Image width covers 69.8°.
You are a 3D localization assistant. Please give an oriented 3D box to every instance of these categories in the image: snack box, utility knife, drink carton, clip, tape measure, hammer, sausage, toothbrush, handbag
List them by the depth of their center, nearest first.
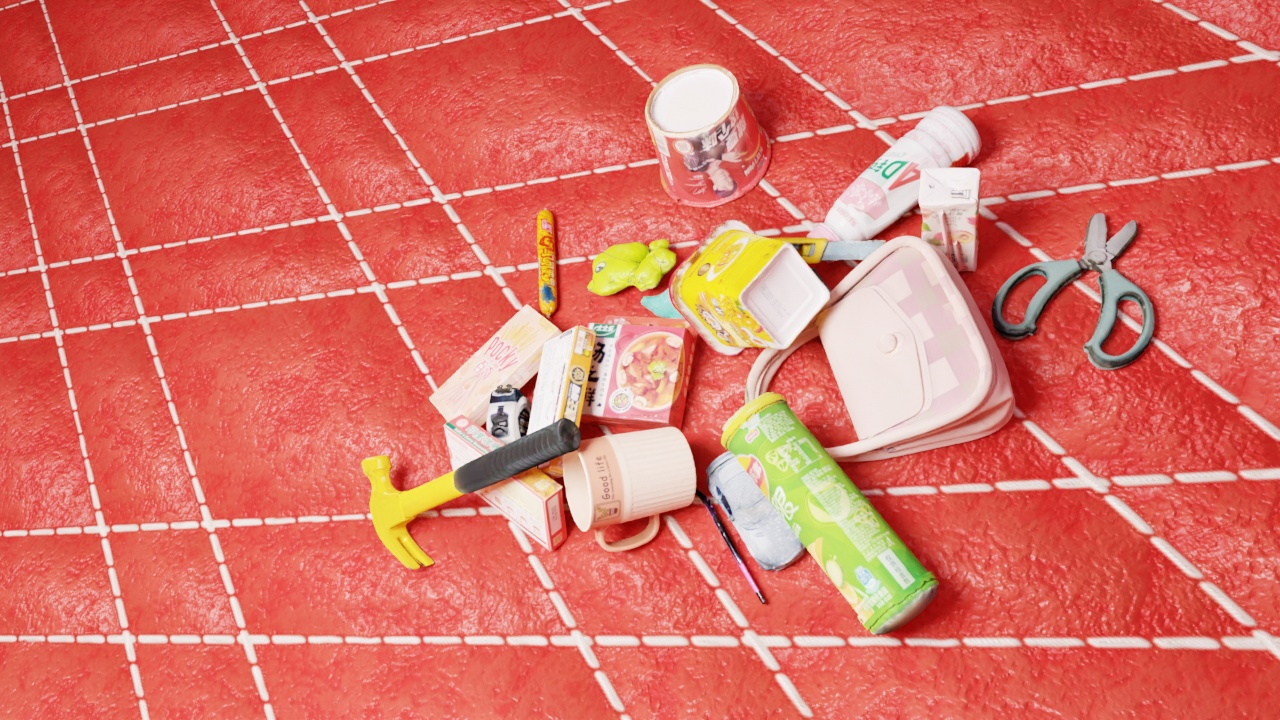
[{"bbox_3d":[0.210,0.009,0.868,0.235,0.093,0.193,-27,55,19],"label":"handbag"},{"bbox_3d":[0.073,0.149,0.872,0.017,0.014,0.189,-27,55,-6],"label":"toothbrush"},{"bbox_3d":[0.296,-0.130,0.879,0.054,0.122,0.045,4,65,21],"label":"drink carton"},{"bbox_3d":[-0.172,0.118,0.899,0.302,0.032,0.128,-26,77,36],"label":"hammer"},{"bbox_3d":[-0.138,0.122,0.931,0.156,0.077,0.026,30,49,32],"label":"snack box"},{"bbox_3d":[-0.085,0.045,0.938,0.075,0.026,0.153,-22,54,55],"label":"snack box"},{"bbox_3d":[0.155,-0.117,0.954,0.217,0.015,0.033,6,96,43],"label":"utility knife"},{"bbox_3d":[0.186,-0.073,0.956,0.047,0.014,0.057,-31,56,0],"label":"clip"},{"bbox_3d":[-0.006,0.006,0.958,0.113,0.044,0.127,3,72,24],"label":"snack box"},{"bbox_3d":[-0.136,0.068,0.969,0.034,0.066,0.065,-6,57,18],"label":"tape measure"},{"bbox_3d":[-0.159,0.011,1.023,0.157,0.026,0.084,-45,38,-7],"label":"snack box"},{"bbox_3d":[-0.112,-0.118,1.095,0.021,0.021,0.165,-14,58,13],"label":"sausage"}]

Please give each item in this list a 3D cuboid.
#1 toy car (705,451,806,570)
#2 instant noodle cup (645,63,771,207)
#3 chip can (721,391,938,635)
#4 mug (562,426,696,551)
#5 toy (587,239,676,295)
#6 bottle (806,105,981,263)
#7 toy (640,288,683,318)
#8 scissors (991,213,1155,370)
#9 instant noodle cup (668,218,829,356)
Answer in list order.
[{"bbox_3d":[0.106,0.138,0.853,0.054,0.037,0.120,-33,58,0],"label":"toy car"},{"bbox_3d":[0.073,-0.261,1.052,0.138,0.108,0.137,-10,59,16],"label":"instant noodle cup"},{"bbox_3d":[0.161,0.130,0.793,0.072,0.072,0.221,-37,64,-2],"label":"chip can"},{"bbox_3d":[-0.010,0.124,0.867,0.105,0.114,0.082,-9,16,-20],"label":"mug"},{"bbox_3d":[-0.010,-0.106,1.039,0.100,0.031,0.096,27,70,40],"label":"toy"},{"bbox_3d":[0.260,-0.180,0.958,0.197,0.068,0.068,-40,55,1],"label":"bottle"},{"bbox_3d":[0.059,-0.077,0.999,0.096,0.030,0.091,30,79,30],"label":"toy"},{"bbox_3d":[0.402,-0.071,0.866,0.171,0.019,0.176,2,64,23],"label":"scissors"},{"bbox_3d":[0.109,-0.068,0.900,0.116,0.116,0.124,-48,23,-9],"label":"instant noodle cup"}]
